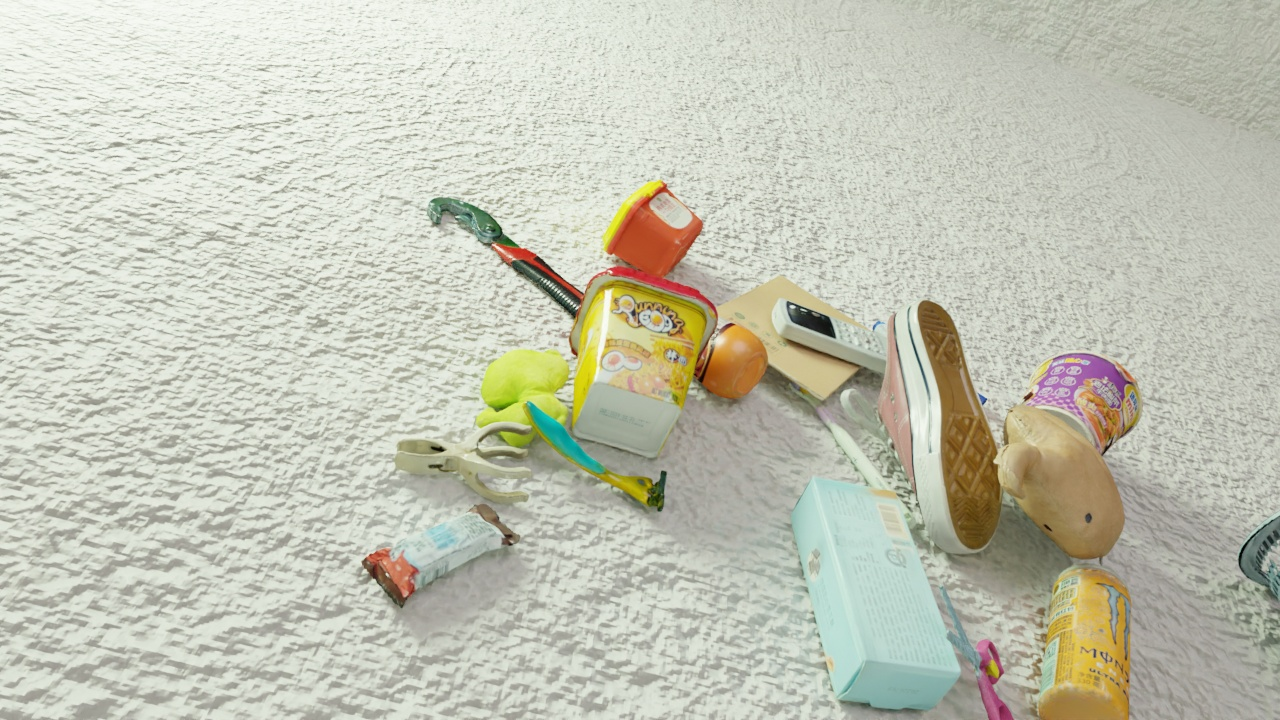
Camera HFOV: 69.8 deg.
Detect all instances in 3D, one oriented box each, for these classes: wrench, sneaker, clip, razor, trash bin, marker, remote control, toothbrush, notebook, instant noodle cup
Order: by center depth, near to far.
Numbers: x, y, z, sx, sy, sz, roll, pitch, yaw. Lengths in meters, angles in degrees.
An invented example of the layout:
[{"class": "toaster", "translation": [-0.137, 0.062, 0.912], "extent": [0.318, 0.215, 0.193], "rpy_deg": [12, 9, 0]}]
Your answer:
[{"class": "clip", "translation": [-0.122, 0.067, 0.684], "extent": [0.102, 0.035, 0.094], "rpy_deg": [19, 39, 10]}, {"class": "razor", "translation": [-0.037, 0.072, 0.708], "extent": [0.132, 0.028, 0.043], "rpy_deg": [33, 22, -8]}, {"class": "trash bin", "translation": [0.649, 0.222, 0.747], "extent": [0.226, 0.227, 0.194], "rpy_deg": [12, 49, -13]}, {"class": "instant noodle cup", "translation": [-0.005, 0.004, 0.767], "extent": [0.116, 0.116, 0.123], "rpy_deg": [17, 48, -7]}, {"class": "sneaker", "translation": [0.256, 0.064, 0.836], "extent": [0.118, 0.088, 0.240], "rpy_deg": [13, 59, -30]}, {"class": "toothbrush", "translation": [0.193, 0.080, 0.838], "extent": [0.029, 0.020, 0.189], "rpy_deg": [-21, 48, -11]}, {"class": "wrench", "translation": [-0.107, -0.090, 0.909], "extent": [0.273, 0.016, 0.056], "rpy_deg": [36, 38, 20]}, {"class": "instant noodle cup", "translation": [0.428, 0.059, 0.920], "extent": [0.111, 0.112, 0.099], "rpy_deg": [38, 47, 22]}, {"class": "remote control", "translation": [0.207, -0.023, 0.944], "extent": [0.150, 0.021, 0.058], "rpy_deg": [20, 30, -10]}, {"class": "notebook", "translation": [0.165, -0.030, 0.956], "extent": [0.148, 0.008, 0.207], "rpy_deg": [34, 30, 18]}, {"class": "marker", "translation": [0.314, 0.004, 1.002], "extent": [0.016, 0.017, 0.146], "rpy_deg": [-21, 53, -43]}]

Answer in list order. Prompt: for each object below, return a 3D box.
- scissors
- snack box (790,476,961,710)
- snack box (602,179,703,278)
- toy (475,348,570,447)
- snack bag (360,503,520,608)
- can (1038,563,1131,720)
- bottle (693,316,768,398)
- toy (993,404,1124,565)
[{"class": "scissors", "translation": [0.232, 0.215, 0.630], "extent": [0.135, 0.017, 0.107], "rpy_deg": [42, 38, -44]}, {"class": "snack box", "translation": [0.169, 0.168, 0.683], "extent": [0.074, 0.052, 0.174], "rpy_deg": [11, 37, -13]}, {"class": "snack box", "translation": [0.016, -0.140, 0.985], "extent": [0.080, 0.082, 0.091], "rpy_deg": [37, 38, 4]}, {"class": "toy", "translation": [-0.096, 0.025, 0.747], "extent": [0.096, 0.031, 0.100], "rpy_deg": [-21, 48, -25]}, {"class": "snack bag", "translation": [-0.130, 0.124, 0.609], "extent": [0.045, 0.026, 0.105], "rpy_deg": [33, 35, 31]}, {"class": "can", "translation": [0.340, 0.220, 0.698], "extent": [0.058, 0.058, 0.145], "rpy_deg": [30, 37, 11]}, {"class": "bottle", "translation": [0.048, -0.024, 0.868], "extent": [0.149, 0.067, 0.066], "rpy_deg": [35, 37, 30]}, {"class": "toy", "translation": [0.349, 0.104, 0.771], "extent": [0.143, 0.083, 0.225], "rpy_deg": [54, 20, 16]}]
